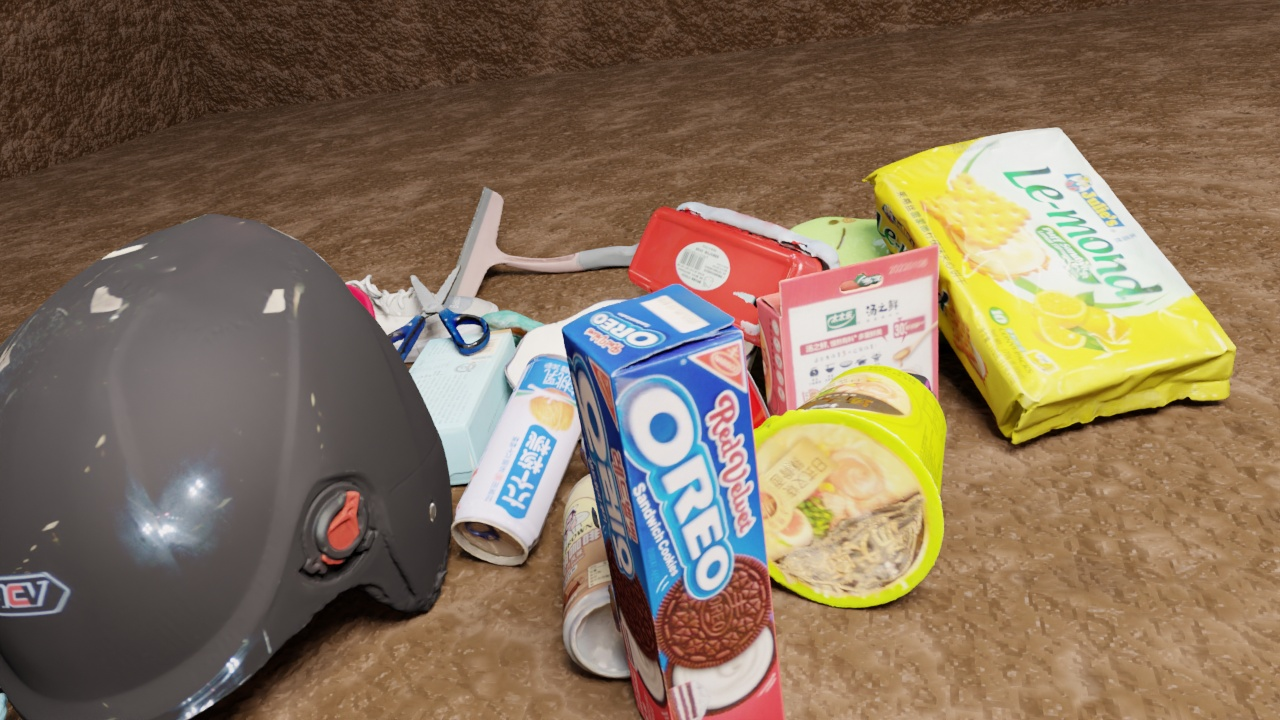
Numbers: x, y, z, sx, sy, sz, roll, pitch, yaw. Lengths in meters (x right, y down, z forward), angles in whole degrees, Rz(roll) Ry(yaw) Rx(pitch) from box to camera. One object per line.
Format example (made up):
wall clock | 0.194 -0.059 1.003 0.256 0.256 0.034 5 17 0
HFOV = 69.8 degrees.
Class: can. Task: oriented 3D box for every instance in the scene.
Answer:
can | -0.013 0.111 0.497 0.058 0.058 0.116 -9 25 0
can | -0.072 0.061 0.587 0.053 0.053 0.134 2 47 22

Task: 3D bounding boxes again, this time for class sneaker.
sneaker | -0.259 -0.046 0.880 0.242 0.091 0.089 -9 26 -1

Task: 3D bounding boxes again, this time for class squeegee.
squeegee | -0.075 -0.115 1.024 0.250 0.040 0.247 0 42 7

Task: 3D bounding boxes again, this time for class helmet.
helmet | -0.245 0.057 0.506 0.234 0.230 0.273 -4 32 17

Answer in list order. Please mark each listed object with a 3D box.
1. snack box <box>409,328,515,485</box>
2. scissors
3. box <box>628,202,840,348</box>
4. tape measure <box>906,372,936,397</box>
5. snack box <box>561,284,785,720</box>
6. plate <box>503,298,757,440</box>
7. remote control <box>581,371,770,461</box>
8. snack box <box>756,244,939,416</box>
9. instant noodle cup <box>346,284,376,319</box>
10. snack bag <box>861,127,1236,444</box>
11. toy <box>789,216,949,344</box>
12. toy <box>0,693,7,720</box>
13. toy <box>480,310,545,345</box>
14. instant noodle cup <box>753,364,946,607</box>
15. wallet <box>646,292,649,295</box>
snack box | -0.146 0.034 0.716 0.074 0.052 0.174 -8 24 8
scissors | -0.174 -0.039 0.784 0.163 0.012 0.161 10 40 30
box | 0.088 -0.066 0.736 0.098 0.095 0.201 19 8 -37
tape measure | 0.170 0.036 0.593 0.039 0.058 0.056 3 25 23
snack box | 0.017 0.076 0.384 0.057 0.208 0.058 -17 26 -17
plate | -0.004 0.004 0.738 0.205 0.046 0.204 -7 24 3
remote control | 0.027 0.050 0.620 0.135 0.056 0.020 -22 -4 -25
snack box | 0.142 -0.014 0.627 0.113 0.127 0.044 -13 26 -9
instant noodle cup | -0.314 -0.006 0.753 0.194 0.066 0.193 -16 48 18
snack bag | 0.270 -0.058 0.641 0.158 0.068 0.246 -14 58 -10
toy | 0.220 -0.070 0.755 0.247 0.090 0.226 9 44 26
toy | -0.384 0.166 0.524 0.162 0.050 0.155 12 32 34
toy | -0.107 -0.026 0.833 0.092 0.030 0.096 18 -1 28
instant noodle cup | 0.122 0.058 0.519 0.112 0.112 0.123 3 20 25
wallet | 0.063 -0.069 0.879 0.107 0.037 0.129 2 28 25
